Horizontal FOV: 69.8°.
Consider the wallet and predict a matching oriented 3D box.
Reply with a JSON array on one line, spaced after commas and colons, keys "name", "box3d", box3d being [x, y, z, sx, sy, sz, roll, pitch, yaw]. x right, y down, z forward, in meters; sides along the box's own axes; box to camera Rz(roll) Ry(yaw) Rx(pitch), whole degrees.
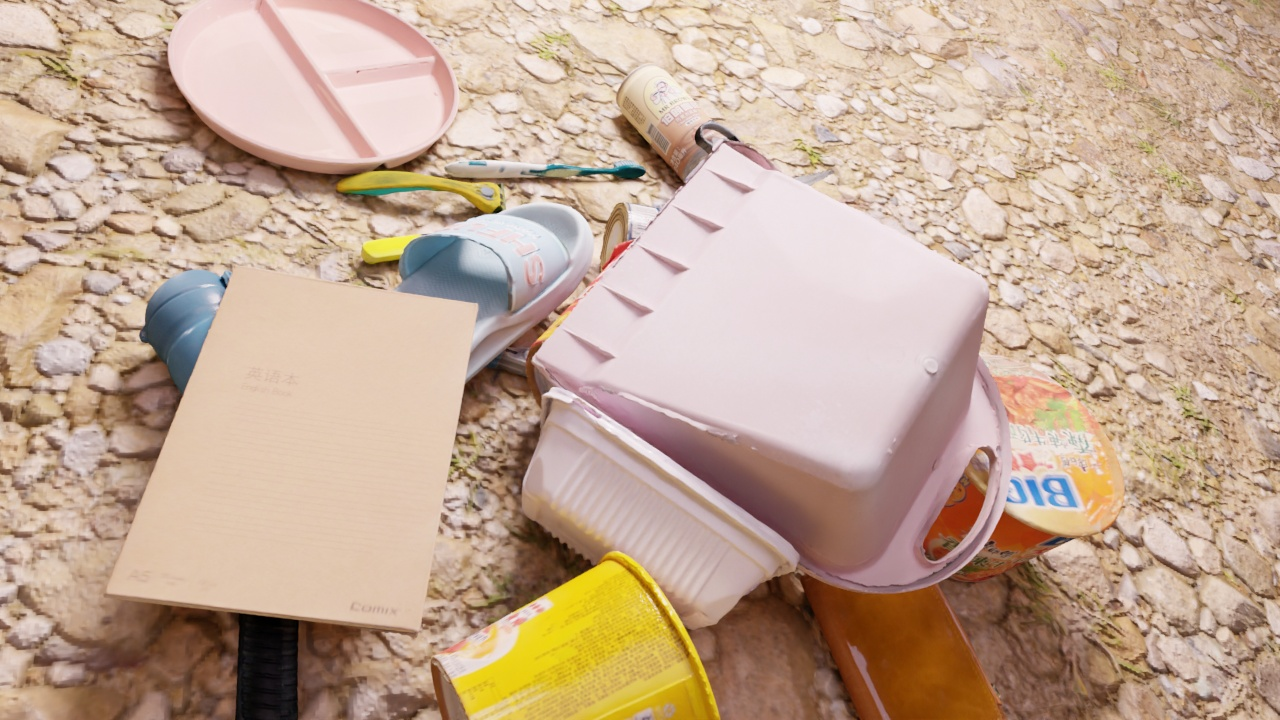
[{"name": "wallet", "box3d": [0.183, 0.192, 0.619, 0.118, 0.035, 0.130, -5, 57, -27]}]

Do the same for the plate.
[{"name": "plate", "box3d": [-0.269, -0.237, 0.772, 0.229, 0.028, 0.229, 13, 50, -16]}]

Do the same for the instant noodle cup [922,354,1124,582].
[{"name": "instant noodle cup", "box3d": [0.257, 0.087, 0.685, 0.151, 0.112, 0.151, 12, 49, -15]}]

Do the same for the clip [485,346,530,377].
[{"name": "clip", "box3d": [-0.088, -0.002, 0.664, 0.056, 0.024, 0.027, 10, 53, -21]}]

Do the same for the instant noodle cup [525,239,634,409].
[{"name": "instant noodle cup", "box3d": [-0.004, 0.004, 0.631, 0.138, 0.138, 0.108, 40, 57, 10]}]

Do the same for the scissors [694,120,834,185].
[{"name": "scissors", "box3d": [0.115, -0.149, 0.834, 0.181, 0.014, 0.159, 38, 64, -14]}]

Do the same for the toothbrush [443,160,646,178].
[{"name": "toothbrush", "box3d": [-0.081, -0.170, 0.810, 0.191, 0.016, 0.018, -5, 46, -28]}]

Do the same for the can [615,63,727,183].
[{"name": "can", "box3d": [0.032, -0.225, 0.874, 0.058, 0.059, 0.116, -23, 65, -36]}]

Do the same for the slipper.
[{"name": "slipper", "box3d": [-0.128, -0.049, 0.634, 0.104, 0.074, 0.244, 18, 46, 25]}]

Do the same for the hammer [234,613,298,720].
[{"name": "hammer", "box3d": [-0.172, 0.243, 0.421, 0.128, 0.033, 0.300, 2, 53, -23]}]

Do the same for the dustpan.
[{"name": "dustpan", "box3d": [0.102, 0.016, 0.584, 0.273, 0.139, 0.222, 30, 65, 26]}]

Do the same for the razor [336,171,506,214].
[{"name": "razor", "box3d": [-0.174, -0.135, 0.734, 0.132, 0.028, 0.043, 4, 55, -19]}]

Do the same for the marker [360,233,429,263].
[{"name": "marker", "box3d": [-0.157, -0.090, 0.713, 0.123, 0.015, 0.018, -14, 61, -36]}]

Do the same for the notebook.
[{"name": "notebook", "box3d": [-0.179, 0.041, 0.509, 0.149, 0.012, 0.211, 9, 54, -9]}]

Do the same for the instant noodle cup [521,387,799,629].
[{"name": "instant noodle cup", "box3d": [-0.002, 0.100, 0.557, 0.173, 0.138, 0.060, 33, 70, 4]}]

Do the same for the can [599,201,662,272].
[{"name": "can", "box3d": [0.027, -0.083, 0.747, 0.111, 0.075, 0.075, 8, 50, -18]}]

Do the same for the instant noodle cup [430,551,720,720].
[{"name": "instant noodle cup", "box3d": [-0.038, 0.183, 0.469, 0.109, 0.138, 0.138, -18, 62, -24]}]

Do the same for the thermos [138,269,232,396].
[{"name": "thermos", "box3d": [-0.219, 0.037, 0.545, 0.070, 0.070, 0.220, -27, 68, -37]}]
